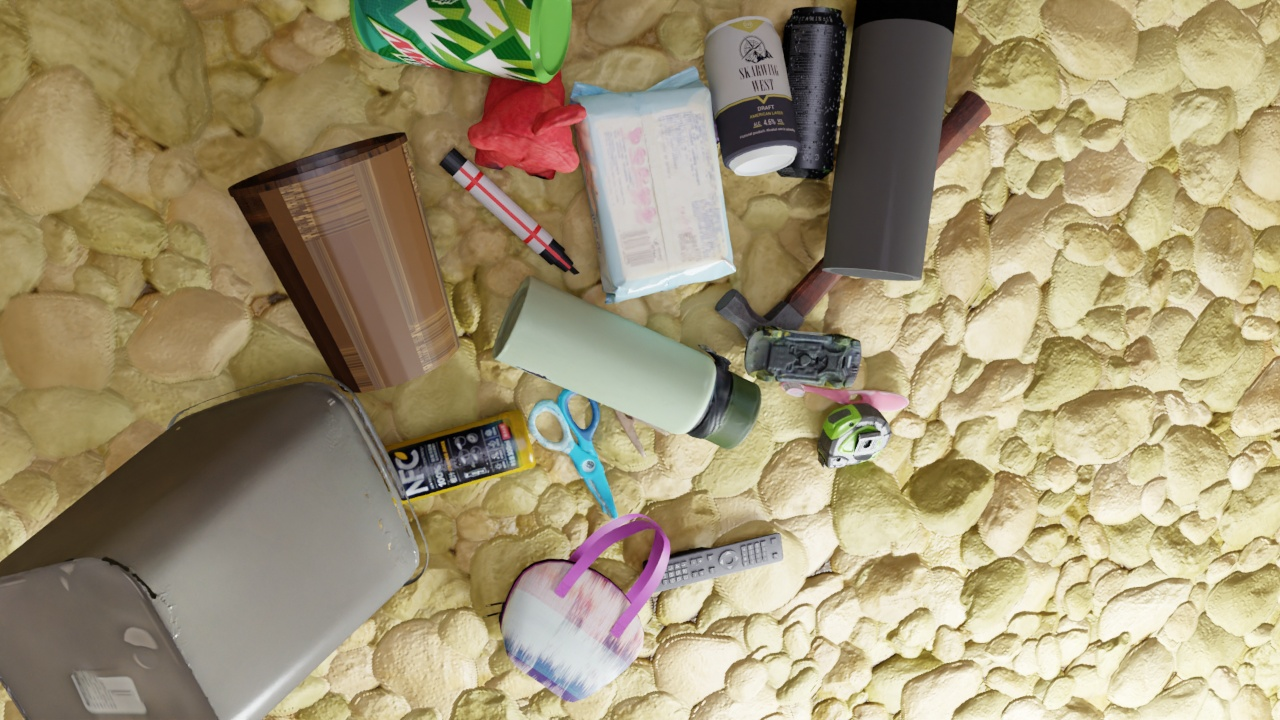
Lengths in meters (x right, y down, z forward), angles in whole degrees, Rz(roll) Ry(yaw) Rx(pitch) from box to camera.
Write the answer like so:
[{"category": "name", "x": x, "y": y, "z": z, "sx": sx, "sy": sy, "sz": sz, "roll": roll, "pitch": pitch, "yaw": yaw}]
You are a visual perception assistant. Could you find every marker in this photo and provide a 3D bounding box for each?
[{"category": "marker", "x": -0.106, "y": -0.120, "z": 0.766, "sx": 0.145, "sy": 0.019, "sz": 0.019, "roll": 42, "pitch": 91, "yaw": -18}]

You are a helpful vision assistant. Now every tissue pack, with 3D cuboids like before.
[{"category": "tissue pack", "x": 0.010, "y": -0.145, "z": 0.761, "sx": 0.112, "sy": 0.070, "sz": 0.182, "roll": -12, "pitch": 103, "yaw": -10}]

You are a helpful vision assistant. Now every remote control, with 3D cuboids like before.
[{"category": "remote control", "x": 0.070, "y": 0.191, "z": 0.880, "sx": 0.136, "sy": 0.015, "sz": 0.032, "roll": -11, "pitch": 105, "yaw": -10}]

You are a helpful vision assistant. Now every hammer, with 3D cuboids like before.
[{"category": "hammer", "x": 0.207, "y": -0.122, "z": 0.833, "sx": 0.111, "sy": 0.028, "sz": 0.300, "roll": 41, "pitch": 91, "yaw": -17}]

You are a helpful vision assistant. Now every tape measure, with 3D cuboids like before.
[{"category": "tape measure", "x": 0.203, "y": 0.072, "z": 0.865, "sx": 0.065, "sy": 0.035, "sz": 0.059, "roll": -9, "pitch": 123, "yaw": -10}]

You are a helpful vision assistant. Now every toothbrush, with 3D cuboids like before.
[{"category": "toothbrush", "x": 0.196, "y": 0.034, "z": 0.871, "sx": 0.135, "sy": 0.016, "sz": 0.022, "roll": 8, "pitch": 115, "yaw": -14}]

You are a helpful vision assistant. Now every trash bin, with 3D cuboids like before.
[{"category": "trash bin", "x": -0.302, "y": 0.149, "z": 0.645, "sx": 0.198, "sy": 0.219, "sz": 0.197, "roll": -15, "pitch": 107, "yaw": 19}]

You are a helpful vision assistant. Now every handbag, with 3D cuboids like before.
[{"category": "handbag", "x": -0.042, "y": 0.213, "z": 0.834, "sx": 0.144, "sy": 0.068, "sz": 0.170, "roll": 40, "pitch": 90, "yaw": -17}]

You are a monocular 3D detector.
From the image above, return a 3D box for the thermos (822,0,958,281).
[{"category": "thermos", "x": 0.209, "y": -0.191, "z": 0.768, "sx": 0.082, "sy": 0.082, "sz": 0.240, "roll": 6, "pitch": 92, "yaw": -14}]

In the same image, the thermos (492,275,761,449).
[{"category": "thermos", "x": -0.005, "y": 0.005, "z": 0.789, "sx": 0.231, "sy": 0.082, "sz": 0.082, "roll": 24, "pitch": 96, "yaw": -16}]

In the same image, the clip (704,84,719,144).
[{"category": "clip", "x": 0.059, "y": -0.207, "z": 0.788, "sx": 0.014, "sy": 0.041, "sz": 0.052, "roll": -23, "pitch": 74, "yaw": -9}]

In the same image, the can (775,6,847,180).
[{"category": "can", "x": 0.143, "y": -0.224, "z": 0.780, "sx": 0.054, "sy": 0.054, "sz": 0.138, "roll": 1, "pitch": 103, "yaw": -13}]

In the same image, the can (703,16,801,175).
[{"category": "can", "x": 0.089, "y": -0.220, "z": 0.750, "sx": 0.064, "sy": 0.064, "sz": 0.127, "roll": -9, "pitch": 84, "yaw": -11}]

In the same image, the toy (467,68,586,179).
[{"category": "toy", "x": -0.084, "y": -0.195, "z": 0.702, "sx": 0.088, "sy": 0.133, "sz": 0.094, "roll": 10, "pitch": 91, "yaw": -25}]

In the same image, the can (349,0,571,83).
[{"category": "can", "x": -0.130, "y": -0.255, "z": 0.673, "sx": 0.144, "sy": 0.083, "sz": 0.083, "roll": 11, "pitch": 101, "yaw": 11}]

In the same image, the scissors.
[{"category": "scissors", "x": -0.051, "y": 0.089, "z": 0.831, "sx": 0.066, "sy": 0.015, "sz": 0.135, "roll": -27, "pitch": 105, "yaw": -8}]

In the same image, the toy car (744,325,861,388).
[{"category": "toy car", "x": 0.142, "y": -0.005, "z": 0.812, "sx": 0.105, "sy": 0.033, "sz": 0.048, "roll": 6, "pitch": 106, "yaw": -8}]

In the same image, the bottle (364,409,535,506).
[{"category": "bottle", "x": -0.185, "y": 0.090, "z": 0.779, "sx": 0.186, "sy": 0.053, "sz": 0.053, "roll": -15, "pitch": 106, "yaw": -9}]

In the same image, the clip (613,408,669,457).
[{"category": "clip", "x": -0.006, "y": 0.062, "z": 0.830, "sx": 0.060, "sy": 0.024, "sz": 0.039, "roll": 32, "pitch": 91, "yaw": -8}]

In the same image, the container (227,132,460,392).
[{"category": "container", "x": -0.213, "y": -0.072, "z": 0.702, "sx": 0.132, "sy": 0.132, "sz": 0.167, "roll": -20, "pitch": 112, "yaw": -8}]
